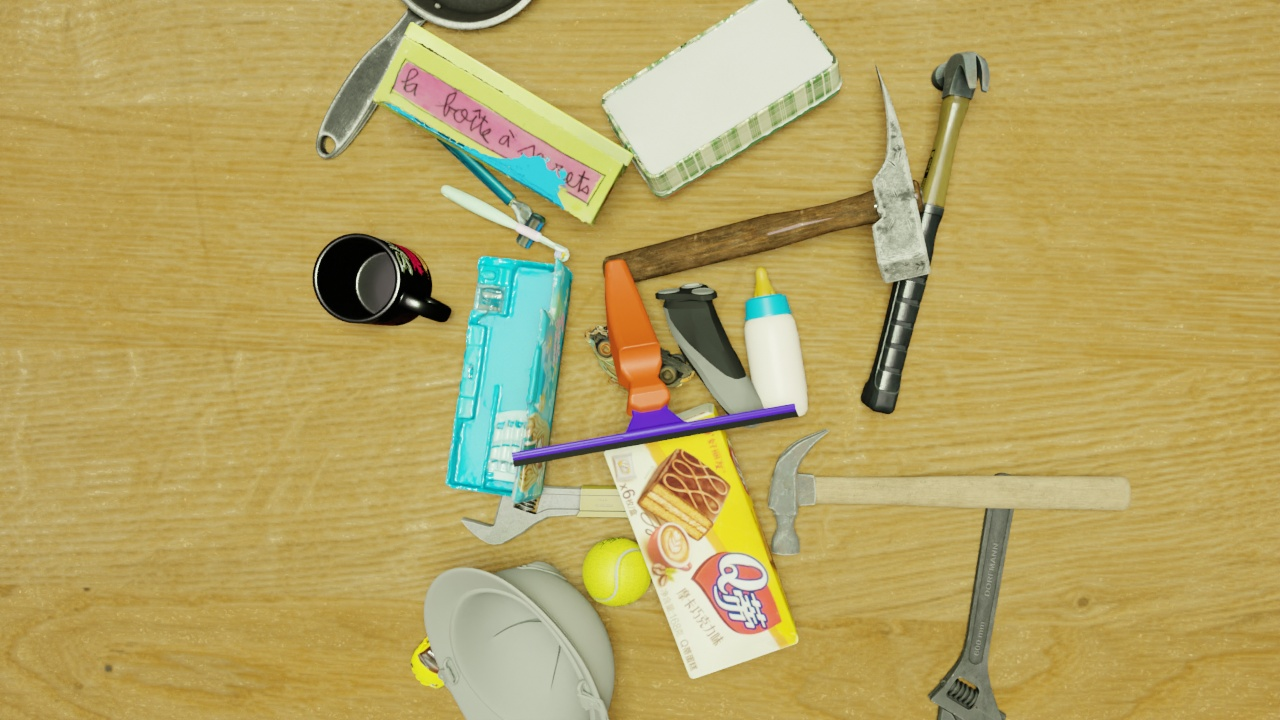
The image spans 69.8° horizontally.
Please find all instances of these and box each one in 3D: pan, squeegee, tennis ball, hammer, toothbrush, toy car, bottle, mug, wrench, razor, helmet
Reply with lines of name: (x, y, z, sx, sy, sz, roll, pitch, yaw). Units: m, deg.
pan: (-0.214, -0.347, 0.894, 0.187, 0.055, 0.357, 37, 106, 0)
squeegee: (-0.004, -0.008, 0.828, 0.249, 0.055, 0.184, -9, 67, -10)
tennis ball: (-0.023, 0.203, 0.881, 0.065, 0.065, 0.065, 0, 91, 4)
hammer: (0.287, 0.125, 0.867, 0.331, 0.030, 0.119, 0, 91, 9)
toothbrush: (-0.134, -0.135, 0.892, 0.155, 0.022, 0.015, 30, 69, 18)
toy car: (-0.189, 0.280, 0.914, 0.049, 0.030, 0.107, 35, 95, 2)
bottle: (0.125, -0.017, 0.873, 0.051, 0.051, 0.146, -9, 90, 4)
hammer: (0.258, -0.114, 0.841, 0.025, 0.118, 0.333, 12, 97, -1)
mug: (-0.237, -0.067, 0.876, 0.118, 0.098, 0.082, 26, 93, 3)
hammer: (0.105, -0.149, 0.864, 0.301, 0.037, 0.217, -12, 61, 19)
toy car: (-0.005, 0.005, 0.887, 0.112, 0.047, 0.047, 23, 115, 9)
wrench: (-0.041, 0.143, 0.905, 0.273, 0.018, 0.083, 1, 91, 4)
wrench: (0.329, 0.243, 0.880, 0.073, 0.018, 0.273, 10, 90, 5)
razor: (-0.149, -0.175, 0.908, 0.144, 0.022, 0.042, 46, 130, 6)
helmet: (-0.088, 0.274, 0.867, 0.184, 0.117, 0.271, -3, 117, 31)
razor: (0.069, -0.005, 0.863, 0.057, 0.060, 0.156, -16, 79, -36)

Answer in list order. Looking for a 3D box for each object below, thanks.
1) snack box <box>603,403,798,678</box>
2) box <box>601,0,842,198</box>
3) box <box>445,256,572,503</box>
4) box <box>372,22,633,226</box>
snack box: (0.058, 0.166, 0.857, 0.110, 0.061, 0.230, -20, 94, 6)
box: (0.074, -0.250, 0.860, 0.205, 0.049, 0.117, -32, 66, 3)
box: (-0.127, 0.013, 0.849, 0.098, 0.121, 0.226, 8, 86, 4)
box: (-0.118, -0.208, 0.839, 0.221, 0.124, 0.081, 28, 96, -4)
